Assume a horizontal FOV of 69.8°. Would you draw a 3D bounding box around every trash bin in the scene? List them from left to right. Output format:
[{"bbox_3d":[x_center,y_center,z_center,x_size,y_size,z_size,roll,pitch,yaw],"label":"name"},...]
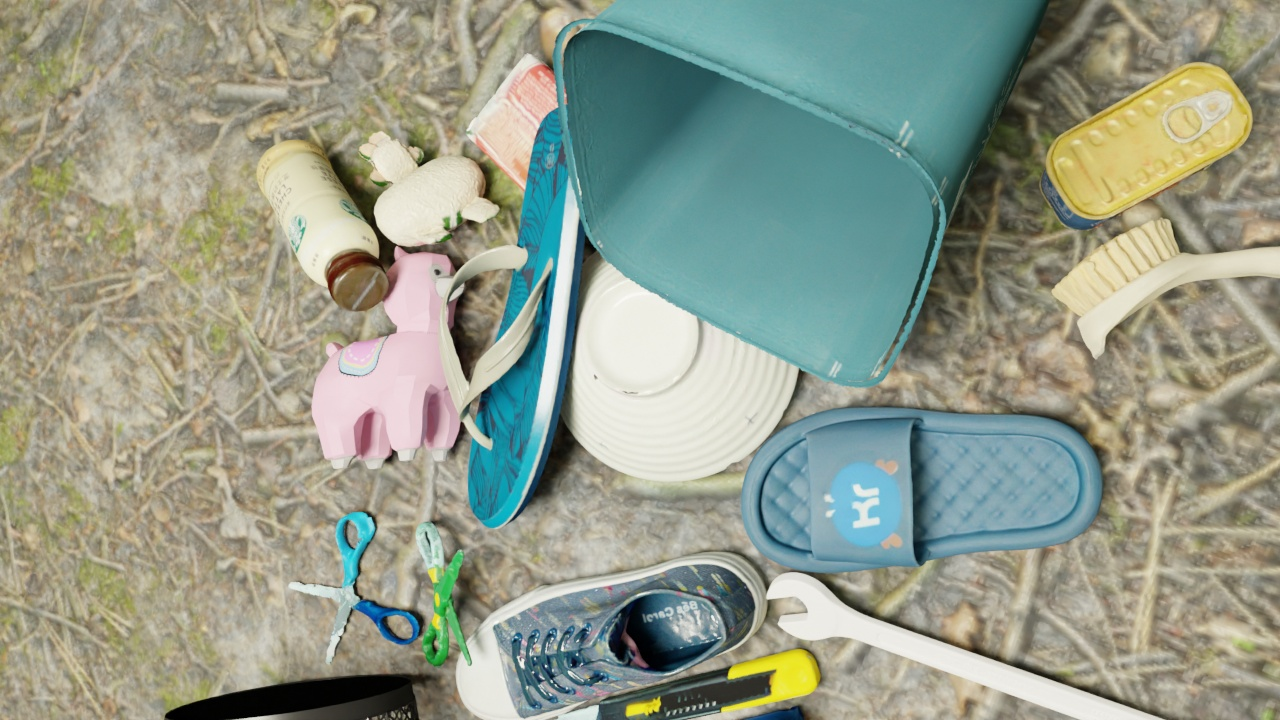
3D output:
[{"bbox_3d":[-0.231,0.354,0.620,0.217,0.216,0.243,-9,79,19],"label":"trash bin"},{"bbox_3d":[0.101,-0.144,0.487,0.199,0.197,0.218,29,66,17],"label":"trash bin"}]

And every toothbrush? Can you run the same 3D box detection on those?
[{"bbox_3d":[0.019,0.258,0.626,0.190,0.016,0.017,-19,76,18],"label":"toothbrush"}]

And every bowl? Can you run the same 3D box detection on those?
[{"bbox_3d":[0.009,-0.011,0.585,0.177,0.071,0.177,-2,83,18],"label":"bowl"}]

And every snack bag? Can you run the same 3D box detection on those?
[{"bbox_3d":[-0.061,-0.153,0.652,0.116,0.036,0.077,45,103,15],"label":"snack bag"}]

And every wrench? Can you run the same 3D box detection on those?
[{"bbox_3d":[0.208,0.188,0.555,0.274,0.009,0.047,16,122,18],"label":"wrench"}]

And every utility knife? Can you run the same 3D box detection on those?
[{"bbox_3d":[0.023,0.233,0.625,0.203,0.020,0.028,-21,80,19],"label":"utility knife"}]

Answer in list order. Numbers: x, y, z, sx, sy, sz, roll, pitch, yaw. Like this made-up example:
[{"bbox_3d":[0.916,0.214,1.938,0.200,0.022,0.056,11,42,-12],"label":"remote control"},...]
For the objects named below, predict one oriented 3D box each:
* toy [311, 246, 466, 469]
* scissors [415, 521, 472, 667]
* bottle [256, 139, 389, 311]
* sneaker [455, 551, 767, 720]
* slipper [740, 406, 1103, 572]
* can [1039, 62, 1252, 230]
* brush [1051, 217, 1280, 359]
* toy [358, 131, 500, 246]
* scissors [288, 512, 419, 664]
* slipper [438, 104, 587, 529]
[{"bbox_3d":[-0.181,-0.001,0.677,0.123,0.067,0.157,-7,81,22],"label":"toy"},{"bbox_3d":[-0.144,0.169,0.662,0.131,0.011,0.126,61,140,35],"label":"scissors"},{"bbox_3d":[-0.232,-0.099,0.673,0.056,0.056,0.162,-48,54,12],"label":"bottle"},{"bbox_3d":[-0.033,0.187,0.612,0.236,0.079,0.087,-23,82,17],"label":"sneaker"},{"bbox_3d":[0.164,0.076,0.558,0.214,0.059,0.103,-8,84,18],"label":"slipper"},{"bbox_3d":[0.281,-0.117,0.519,0.100,0.059,0.054,-30,80,17],"label":"can"},{"bbox_3d":[0.369,-0.048,0.494,0.272,0.062,0.077,-4,92,15],"label":"brush"},{"bbox_3d":[-0.155,-0.120,0.668,0.112,0.050,0.087,36,65,24],"label":"toy"},{"bbox_3d":[-0.221,0.185,0.713,0.133,0.014,0.127,25,99,20],"label":"scissors"},{"bbox_3d":[-0.089,-0.022,0.604,0.118,0.060,0.295,31,112,56],"label":"slipper"}]
